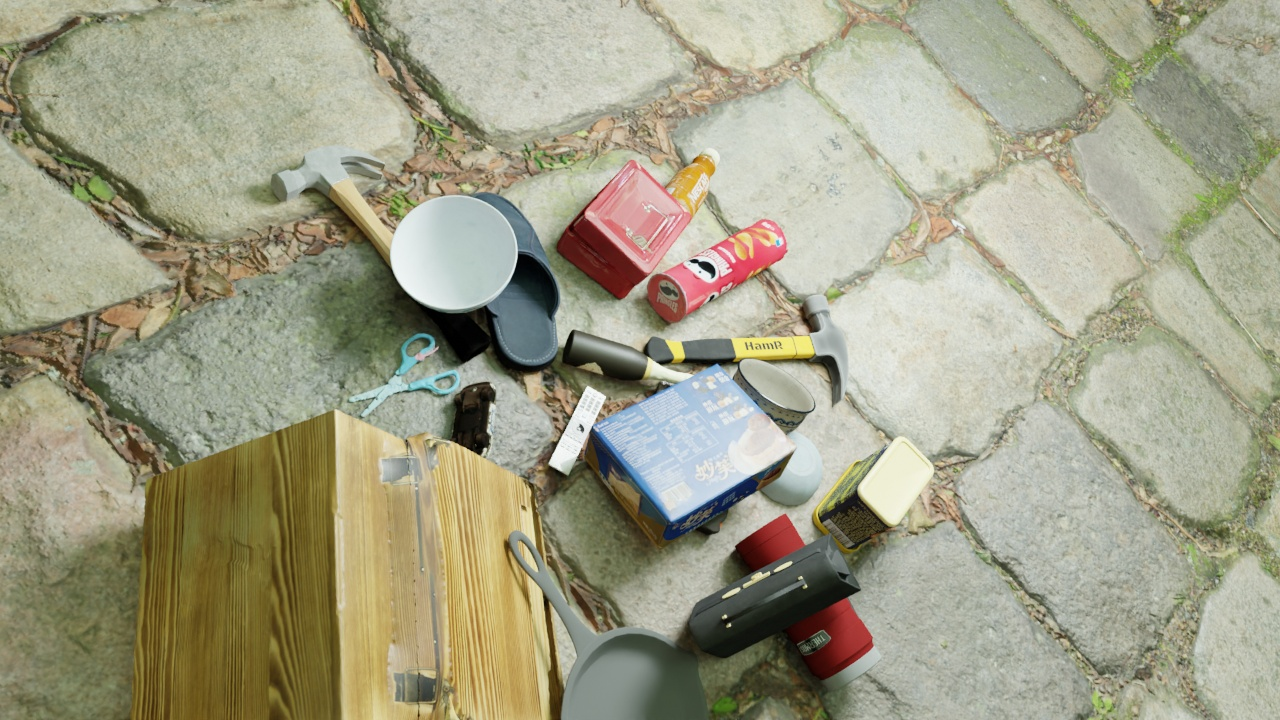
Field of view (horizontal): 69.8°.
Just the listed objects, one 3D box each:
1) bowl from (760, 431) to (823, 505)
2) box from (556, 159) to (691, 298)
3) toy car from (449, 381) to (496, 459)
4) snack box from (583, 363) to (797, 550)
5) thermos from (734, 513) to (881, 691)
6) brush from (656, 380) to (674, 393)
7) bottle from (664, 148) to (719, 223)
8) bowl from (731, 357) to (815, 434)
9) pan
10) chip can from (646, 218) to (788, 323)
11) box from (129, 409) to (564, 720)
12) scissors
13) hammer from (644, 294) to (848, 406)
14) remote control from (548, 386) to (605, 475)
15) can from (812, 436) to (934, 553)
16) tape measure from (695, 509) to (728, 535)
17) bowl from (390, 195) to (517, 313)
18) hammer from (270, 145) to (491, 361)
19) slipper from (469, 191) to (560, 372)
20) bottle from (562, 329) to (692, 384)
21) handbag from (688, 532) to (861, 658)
[{"bbox_3d":[0.199,0.135,1.216,0.106,0.039,0.106,12,58,-19],"label":"bowl"},{"bbox_3d":[-0.022,-0.180,1.270,0.130,0.098,0.157,41,50,-5],"label":"box"},{"bbox_3d":[-0.191,0.074,1.066,0.048,0.040,0.112,-10,52,14],"label":"toy car"},{"bbox_3d":[0.060,0.111,1.107,0.202,0.069,0.155,-25,59,-31],"label":"snack box"},{"bbox_3d":[0.207,0.286,1.109,0.107,0.084,0.198,-15,66,-49],"label":"thermos"},{"bbox_3d":[0.022,0.087,1.176,0.039,0.012,0.150,28,53,-6],"label":"brush"},{"bbox_3d":[0.077,-0.265,1.378,0.059,0.059,0.166,34,50,-4],"label":"bottle"},{"bbox_3d":[0.165,0.054,1.206,0.115,0.059,0.115,24,25,-12],"label":"bowl"},{"bbox_3d":[-0.041,0.328,0.958,0.215,0.024,0.354,-36,96,-43],"label":"pan"},{"bbox_3d":[0.115,-0.132,1.311,0.232,0.073,0.073,-31,78,-36],"label":"chip can"},{"bbox_3d":[-0.252,0.241,0.896,0.336,0.287,0.278,40,35,-56],"label":"box"},{"bbox_3d":[-0.270,0.033,1.074,0.095,0.015,0.142,38,60,-1],"label":"scissors"},{"bbox_3d":[0.155,-0.012,1.288,0.324,0.034,0.169,-2,64,-25],"label":"hammer"},{"bbox_3d":[-0.078,0.086,1.130,0.028,0.012,0.124,30,54,-7],"label":"remote control"},{"bbox_3d":[0.307,0.174,1.203,0.075,0.105,0.134,46,54,5],"label":"can"},{"bbox_3d":[0.076,0.182,1.134,0.058,0.038,0.058,28,68,-8],"label":"tape measure"},{"bbox_3d":[-0.217,-0.113,1.086,0.144,0.074,0.143,1,71,-4],"label":"bowl"},{"bbox_3d":[-0.305,-0.133,1.136,0.328,0.039,0.130,49,53,6],"label":"hammer"},{"bbox_3d":[-0.159,-0.119,1.167,0.108,0.084,0.265,-6,63,-26],"label":"slipper"},{"bbox_3d":[-0.007,0.007,1.185,0.184,0.046,0.045,17,56,-14],"label":"bottle"},{"bbox_3d":[0.135,0.256,0.976,0.176,0.195,0.072,-30,73,9],"label":"handbag"}]
